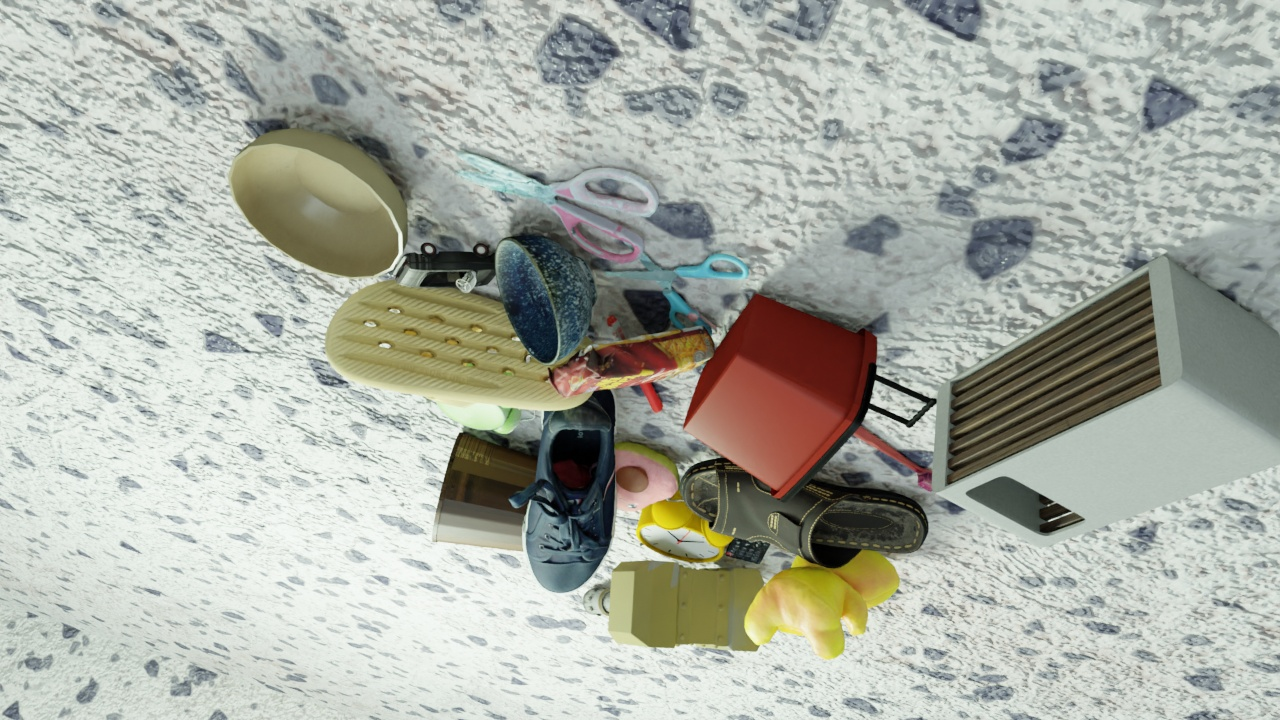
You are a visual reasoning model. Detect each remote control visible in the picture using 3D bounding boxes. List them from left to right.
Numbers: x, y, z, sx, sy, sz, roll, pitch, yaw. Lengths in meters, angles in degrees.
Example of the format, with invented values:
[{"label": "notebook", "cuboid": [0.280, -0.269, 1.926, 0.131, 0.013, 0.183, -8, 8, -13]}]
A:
[{"label": "remote control", "cuboid": [0.138, 0.207, 1.110, 0.047, 0.022, 0.151, 15, 146, 3]}]

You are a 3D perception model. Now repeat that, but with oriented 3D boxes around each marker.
[{"label": "marker", "cuboid": [-0.005, 0.005, 0.904, 0.013, 0.012, 0.142, -1, 140, 24]}]

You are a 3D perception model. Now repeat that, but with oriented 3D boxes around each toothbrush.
[{"label": "toothbrush", "cuboid": [0.228, 0.082, 0.907, 0.190, 0.016, 0.016, 32, 143, -20]}]

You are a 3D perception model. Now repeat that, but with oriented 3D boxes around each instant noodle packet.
[{"label": "instant noodle packet", "cuboid": [-0.007, 0.002, 0.822, 0.135, 0.039, 0.099, -10, 175, -31]}]

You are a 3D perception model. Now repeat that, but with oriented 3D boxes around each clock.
[{"label": "clock", "cuboid": [-0.171, 0.039, 0.992, 0.119, 0.042, 0.095, 16, 146, 0]}, {"label": "clock", "cuboid": [0.055, 0.202, 1.112, 0.113, 0.051, 0.152, 21, 148, -5]}]

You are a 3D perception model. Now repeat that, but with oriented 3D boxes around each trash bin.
[{"label": "trash bin", "cuboid": [0.355, 0.043, 0.718, 0.114, 0.114, 0.230, 28, 143, -15]}]

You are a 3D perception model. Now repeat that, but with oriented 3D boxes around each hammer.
[{"label": "hammer", "cuboid": [0.002, 0.334, 1.260, 0.190, 0.100, 0.326, 11, 163, -27]}]

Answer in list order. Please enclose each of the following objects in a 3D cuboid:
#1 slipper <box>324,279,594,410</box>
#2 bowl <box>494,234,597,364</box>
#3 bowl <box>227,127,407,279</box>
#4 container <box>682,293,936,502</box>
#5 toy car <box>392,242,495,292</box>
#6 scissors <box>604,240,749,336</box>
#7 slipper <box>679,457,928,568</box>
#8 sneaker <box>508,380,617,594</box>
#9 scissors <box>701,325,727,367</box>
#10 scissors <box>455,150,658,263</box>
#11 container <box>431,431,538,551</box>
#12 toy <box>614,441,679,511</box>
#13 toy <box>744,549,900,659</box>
[{"label": "slipper", "cuboid": [-0.167, -0.007, 0.892, 0.261, 0.111, 0.079, 11, 166, 2]}, {"label": "bowl", "cuboid": [-0.074, -0.059, 0.793, 0.114, 0.060, 0.114, 42, 144, 40]}, {"label": "bowl", "cuboid": [-0.266, -0.140, 0.782, 0.152, 0.050, 0.153, 11, 144, 8]}, {"label": "container", "cuboid": [0.156, 0.044, 0.794, 0.201, 0.126, 0.148, 27, 134, -4]}, {"label": "toy car", "cuboid": [-0.169, -0.079, 0.812, 0.092, 0.037, 0.040, -4, 158, -35]}, {"label": "scissors", "cuboid": [0.039, -0.067, 0.790, 0.134, 0.015, 0.135, -17, 135, 39]}, {"label": "slipper", "cuboid": [0.172, 0.170, 0.985, 0.268, 0.075, 0.113, 10, 124, 8]}, {"label": "sneaker", "cuboid": [-0.077, 0.156, 0.955, 0.120, 0.127, 0.295, 4, 124, -7]}, {"label": "scissors", "cuboid": [0.076, 0.019, 0.884, 0.127, 0.019, 0.142, 37, 138, -24]}, {"label": "scissors", "cuboid": [-0.068, -0.143, 0.734, 0.179, 0.016, 0.103, 26, 140, -6]}, {"label": "container", "cuboid": [-0.148, 0.168, 1.093, 0.167, 0.132, 0.132, 13, 145, -5]}, {"label": "toy", "cuboid": [-0.005, 0.136, 1.046, 0.090, 0.051, 0.110, 23, 145, -2]}, {"label": "toy", "cuboid": [0.201, 0.257, 1.042, 0.135, 0.193, 0.087, 1, 100, 37]}]
